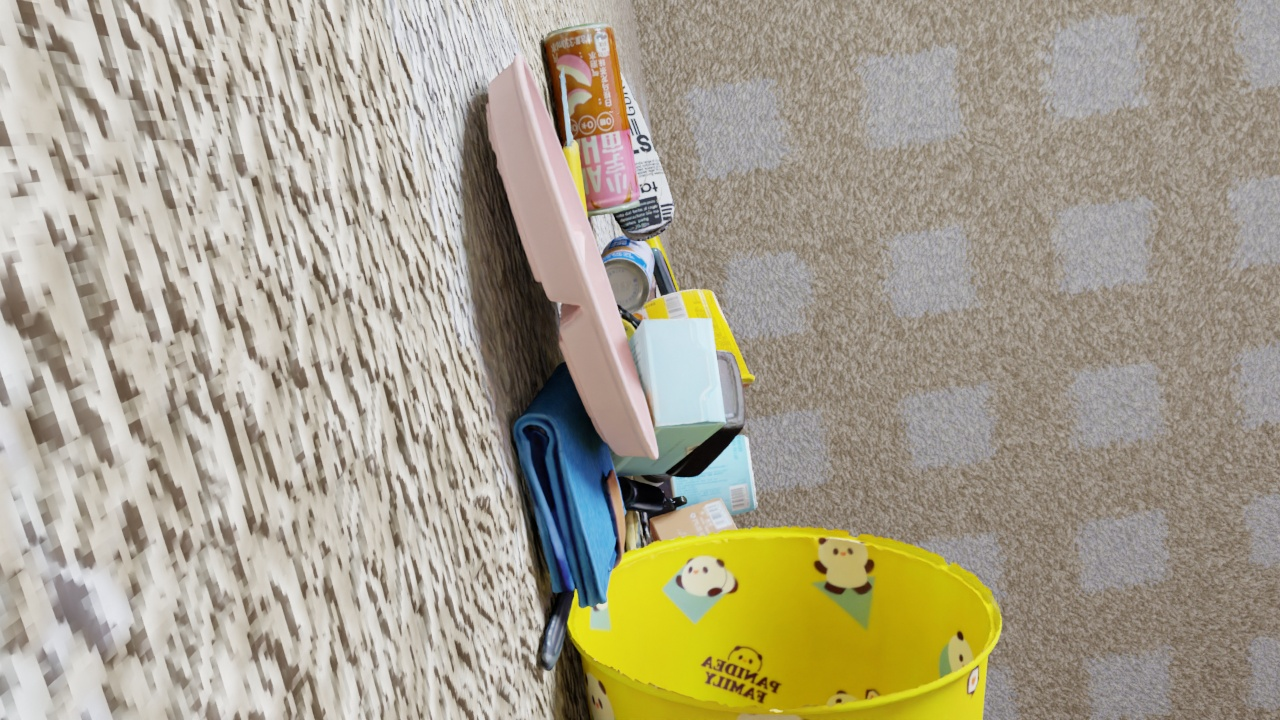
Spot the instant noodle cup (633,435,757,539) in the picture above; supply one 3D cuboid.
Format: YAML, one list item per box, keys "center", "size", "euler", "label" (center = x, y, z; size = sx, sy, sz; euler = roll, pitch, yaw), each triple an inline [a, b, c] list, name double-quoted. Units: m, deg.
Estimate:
- center: [0.059, 0.124, 0.965]
  size: [0.111, 0.120, 0.111]
  euler: [-7, 88, -85]
  label: "instant noodle cup"

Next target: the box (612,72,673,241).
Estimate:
- center: [-0.023, -0.187, 0.843]
  size: [0.162, 0.076, 0.088]
  euler: [66, -19, 4]
  label: "box"

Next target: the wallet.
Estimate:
- center: [-0.035, 0.063, 0.504]
  size: [0.133, 0.040, 0.106]
  euler: [-71, 147, -78]
  label: "wallet"

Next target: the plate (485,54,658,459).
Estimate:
- center: [-0.037, -0.051, 0.507]
  size: [0.229, 0.028, 0.229]
  euler: [-14, 85, -89]
  label: "plate"

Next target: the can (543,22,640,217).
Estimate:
- center: [-0.039, -0.195, 0.749]
  size: [0.057, 0.058, 0.147]
  euler: [-79, 160, -75]
  label: "can"

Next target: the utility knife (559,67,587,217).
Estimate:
- center: [-0.051, -0.123, 0.718]
  size: [0.033, 0.015, 0.209]
  euler: [-58, 142, -81]
  label: "utility knife"

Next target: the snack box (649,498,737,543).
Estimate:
- center: [0.060, 0.207, 0.904]
  size: [0.092, 0.077, 0.094]
  euler: [-118, -161, -44]
  label: "snack box"

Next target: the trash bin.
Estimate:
- center: [0.082, 0.252, 0.521]
  size: [0.229, 0.230, 0.255]
  euler: [-68, 154, -80]
  label: "trash bin"

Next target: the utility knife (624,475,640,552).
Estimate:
- center: [-0.011, 0.128, 0.807]
  size: [0.031, 0.018, 0.167]
  euler: [85, -4, -59]
  label: "utility knife"

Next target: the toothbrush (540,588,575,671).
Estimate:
- center: [-0.036, 0.121, 0.511]
  size: [0.181, 0.018, 0.016]
  euler: [-69, 154, -77]
  label: "toothbrush"

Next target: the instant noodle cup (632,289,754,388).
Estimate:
- center: [0.044, -0.009, 1.014]
  size: [0.138, 0.138, 0.109]
  euler: [56, 18, -78]
  label: "instant noodle cup"

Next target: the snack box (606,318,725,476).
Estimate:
- center: [0.010, 0.032, 0.667]
  size: [0.175, 0.051, 0.074]
  euler: [127, -40, -68]
  label: "snack box"

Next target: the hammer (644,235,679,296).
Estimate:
- center: [0.012, -0.134, 1.080]
  size: [0.126, 0.032, 0.323]
  euler: [-76, 147, -68]
  label: "hammer"

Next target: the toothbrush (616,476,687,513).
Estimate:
- center: [0.011, 0.121, 0.802]
  size: [0.212, 0.027, 0.026]
  euler: [36, 33, -72]
  label: "toothbrush"

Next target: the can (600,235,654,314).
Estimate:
- center: [-0.015, -0.082, 0.853]
  size: [0.134, 0.053, 0.053]
  euler: [-82, 162, -73]
  label: "can"

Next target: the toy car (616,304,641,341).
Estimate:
- center: [-0.005, 0.005, 0.801]
  size: [0.071, 0.041, 0.156]
  euler: [44, -15, 20]
  label: "toy car"

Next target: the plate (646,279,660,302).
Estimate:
- center: [0.018, -0.006, 1.177]
  size: [0.192, 0.039, 0.192]
  euler: [-7, 89, -85]
  label: "plate"

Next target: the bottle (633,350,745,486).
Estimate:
- center: [0.033, 0.061, 0.768]
  size: [0.195, 0.044, 0.079]
  euler: [122, -34, -60]
  label: "bottle"
